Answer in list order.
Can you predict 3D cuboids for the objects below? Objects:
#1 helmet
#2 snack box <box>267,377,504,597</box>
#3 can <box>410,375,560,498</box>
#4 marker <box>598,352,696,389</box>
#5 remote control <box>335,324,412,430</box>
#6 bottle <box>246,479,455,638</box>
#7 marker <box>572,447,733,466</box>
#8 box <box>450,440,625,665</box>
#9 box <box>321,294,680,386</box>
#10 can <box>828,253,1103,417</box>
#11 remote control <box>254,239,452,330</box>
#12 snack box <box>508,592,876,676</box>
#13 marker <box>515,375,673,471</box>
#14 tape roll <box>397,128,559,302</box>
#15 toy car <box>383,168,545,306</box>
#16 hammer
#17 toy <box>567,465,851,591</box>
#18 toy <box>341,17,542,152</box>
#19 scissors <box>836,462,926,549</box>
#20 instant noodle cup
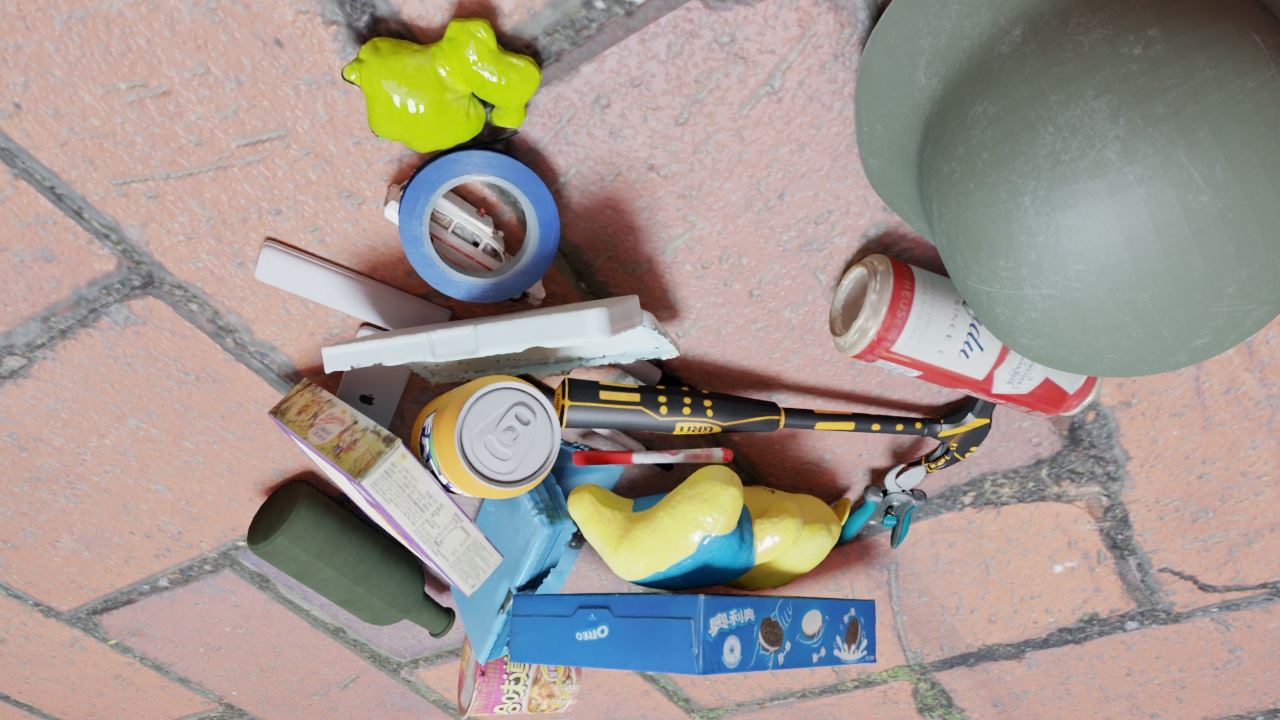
[{"bbox_3d":[0.242,-0.080,0.461,0.227,0.153,0.267,-24,140,25],"label":"helmet"},{"bbox_3d":[-0.186,0.092,0.670,0.148,0.040,0.143,22,151,43],"label":"snack box"},{"bbox_3d":[-0.108,0.054,0.628,0.079,0.079,0.143,24,165,-18],"label":"can"},{"bbox_3d":[-0.004,0.004,0.656,0.140,0.016,0.016,32,128,-24],"label":"marker"},{"bbox_3d":[-0.208,0.028,0.701,0.045,0.008,0.147,20,133,-15],"label":"remote control"},{"bbox_3d":[-0.246,0.188,0.818,0.072,0.071,0.207,-25,128,25],"label":"bottle"},{"bbox_3d":[0.006,0.070,0.669,0.142,0.012,0.013,-6,137,38],"label":"marker"},{"bbox_3d":[-0.085,0.161,0.791,0.102,0.094,0.232,-7,141,-31],"label":"box"},{"bbox_3d":[-0.087,-0.011,0.591,0.197,0.049,0.136,-6,171,22],"label":"box"},{"bbox_3d":[0.208,-0.013,0.588,0.170,0.067,0.067,17,133,-12],"label":"can"},{"bbox_3d":[-0.195,-0.044,0.626,0.131,0.012,0.033,22,132,-17],"label":"remote control"},{"bbox_3d":[0.047,0.215,0.736,0.196,0.056,0.238,-13,159,41],"label":"snack box"},{"bbox_3d":[-0.034,0.050,0.708,0.152,0.011,0.011,32,128,-25],"label":"marker"},{"bbox_3d":[-0.095,-0.080,0.543,0.091,0.016,0.093,-24,116,-6],"label":"tape roll"},{"bbox_3d":[-0.105,-0.077,0.573,0.113,0.039,0.039,30,108,-24],"label":"toy car"},{"bbox_3d":[0.097,0.043,0.658,0.320,0.036,0.123,4,140,-9],"label":"hammer"},{"bbox_3d":[0.064,0.135,0.702,0.149,0.084,0.213,-13,159,35],"label":"toy"},{"bbox_3d":[-0.108,-0.150,0.501,0.094,0.036,0.094,31,124,-32],"label":"toy"},{"bbox_3d":[0.200,0.123,0.744,0.128,0.019,0.153,-24,136,35],"label":"scissors"},{"bbox_3d":[-0.120,0.312,0.922,0.108,0.097,0.098,11,135,-18],"label":"instant noodle cup"}]
